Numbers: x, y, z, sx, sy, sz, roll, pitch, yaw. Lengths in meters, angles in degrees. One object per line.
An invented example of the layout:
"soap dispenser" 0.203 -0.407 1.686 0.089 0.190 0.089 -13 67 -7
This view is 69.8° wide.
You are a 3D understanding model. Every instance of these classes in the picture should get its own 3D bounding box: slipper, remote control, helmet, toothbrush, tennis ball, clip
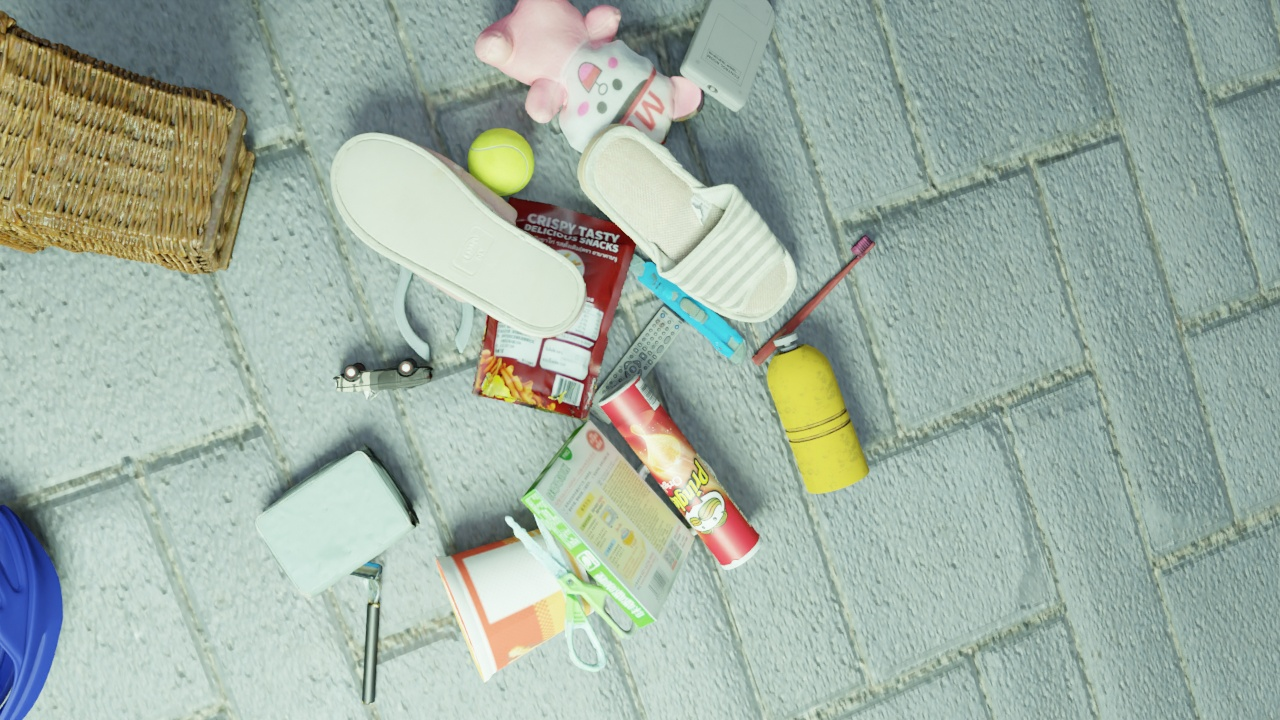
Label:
"slipper" -0.173 -0.117 0.877 0.274 0.054 0.114 36 85 -2
"remote control" 0.092 -0.330 0.946 0.074 0.019 0.150 30 61 -19
"helmet" -0.586 0.244 0.739 0.148 0.228 0.241 12 88 -2
"toothbrush" 0.187 -0.066 0.996 0.016 0.016 0.189 45 83 -4
"tennis ball" -0.138 -0.196 0.906 0.065 0.065 0.065 0 90 -11
"clip" -0.195 -0.085 0.916 0.115 0.028 0.163 -15 94 -12
"slipper" 0.054 -0.131 0.918 0.272 0.054 0.114 34 96 -25
"remote control" -0.006 0.006 0.959 0.033 0.013 0.136 39 83 -9

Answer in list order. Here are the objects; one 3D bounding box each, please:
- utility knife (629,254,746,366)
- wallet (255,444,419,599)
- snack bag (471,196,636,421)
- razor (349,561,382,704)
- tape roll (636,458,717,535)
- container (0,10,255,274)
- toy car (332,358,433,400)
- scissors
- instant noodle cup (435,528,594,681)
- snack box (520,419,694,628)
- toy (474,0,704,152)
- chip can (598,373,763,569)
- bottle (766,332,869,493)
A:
"utility knife" 0.043 -0.061 0.969 0.185 0.015 0.031 38 79 -8
"wallet" -0.292 0.155 0.886 0.131 0.054 0.100 -33 87 -7
"snack bag" -0.087 -0.053 0.919 0.139 0.067 0.208 13 85 -6
"razor" -0.268 0.268 0.908 0.043 0.022 0.144 3 95 31
"tape roll" 0.037 0.141 0.967 0.093 0.018 0.094 0 91 -11
"container" -0.434 -0.157 0.766 0.183 0.250 0.162 13 88 -19
"toy car" -0.250 0.019 0.897 0.092 0.040 0.037 -5 94 -8
"scissors" -0.061 0.199 0.854 0.092 0.032 0.175 -28 98 -28
"instant noodle cup" -0.118 0.226 0.891 0.121 0.123 0.123 -21 94 -18
"snack box" -0.026 0.154 0.887 0.027 0.131 0.168 -36 99 32
"toy" -0.052 -0.280 0.914 0.213 0.084 0.142 38 84 -7
"chip can" 0.041 0.113 0.931 0.051 0.052 0.214 -38 97 -9
"bottle" 0.181 0.051 0.969 0.071 0.071 0.164 -22 94 -10
